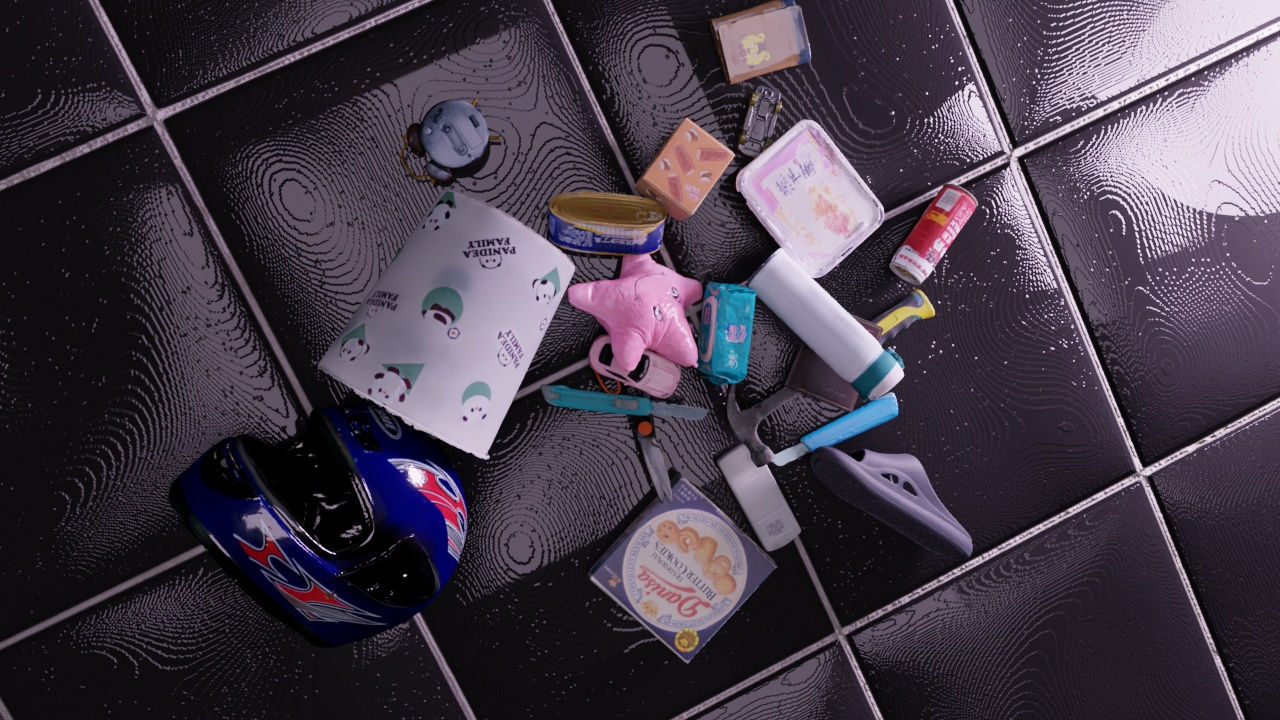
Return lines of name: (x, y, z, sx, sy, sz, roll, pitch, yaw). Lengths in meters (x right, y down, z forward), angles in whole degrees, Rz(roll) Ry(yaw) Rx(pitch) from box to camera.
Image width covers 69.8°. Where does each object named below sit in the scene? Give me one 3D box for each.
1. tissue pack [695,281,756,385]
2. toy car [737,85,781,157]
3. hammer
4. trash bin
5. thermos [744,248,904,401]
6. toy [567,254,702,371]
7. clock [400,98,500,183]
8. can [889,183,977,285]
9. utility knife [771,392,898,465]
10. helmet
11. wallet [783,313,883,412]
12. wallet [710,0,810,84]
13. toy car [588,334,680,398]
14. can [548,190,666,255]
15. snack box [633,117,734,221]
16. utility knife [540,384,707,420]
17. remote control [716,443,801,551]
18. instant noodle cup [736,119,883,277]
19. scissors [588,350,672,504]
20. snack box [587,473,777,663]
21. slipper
tissue pack: (0.107, -0.034, 1.186, 0.050, 0.093, 0.133, 6, 93, -12)
toy car: (0.155, -0.311, 1.201, 0.042, 0.035, 0.090, 15, 92, -7)
hammer: (0.253, 0.003, 1.232, 0.323, 0.032, 0.126, -34, 87, -7)
trash bin: (-0.216, -0.047, 1.084, 0.229, 0.230, 0.251, 31, 84, -9)
thermos: (0.238, -0.044, 1.166, 0.073, 0.073, 0.224, -45, 83, -3)
toy: (0.017, -0.062, 1.157, 0.178, 0.075, 0.194, 49, 49, 2)
clock: (-0.241, -0.272, 1.141, 0.122, 0.055, 0.082, -33, 98, -3)
can: (0.393, -0.169, 1.234, 0.053, 0.053, 0.132, 35, 89, -9)
utility knife: (0.266, 0.098, 1.254, 0.194, 0.018, 0.034, -25, 85, -5)
helmet: (-0.333, 0.165, 1.044, 0.240, 0.247, 0.316, -41, 137, -13)
wallet: (0.255, -0.004, 1.208, 0.096, 0.020, 0.122, 22, 85, -1)
wallet: (0.157, -0.418, 1.197, 0.115, 0.033, 0.090, -17, 97, -3)
toy car: (-0.007, 0.007, 1.174, 0.122, 0.037, 0.056, 22, 90, 3)
can: (-0.043, -0.173, 1.159, 0.148, 0.074, 0.049, 3, 132, -5)
snack box: (0.053, -0.240, 1.163, 0.077, 0.093, 0.094, 35, 89, -8)
utility knife: (-0.024, 0.055, 1.181, 0.223, 0.013, 0.029, 6, 100, 11)
remote control: (0.161, 0.184, 1.244, 0.058, 0.021, 0.150, -29, 97, -7)
instant noodle cup: (0.216, -0.209, 1.205, 0.138, 0.060, 0.173, -41, 97, -3)
scissors: (-0.012, 0.079, 1.200, 0.143, 0.021, 0.235, 5, 88, 3)
snack box: (0.057, 0.277, 1.225, 0.178, 0.046, 0.182, 43, 87, -8)
slipper: (0.344, 0.174, 1.236, 0.268, 0.111, 0.083, 34, 72, -13)
